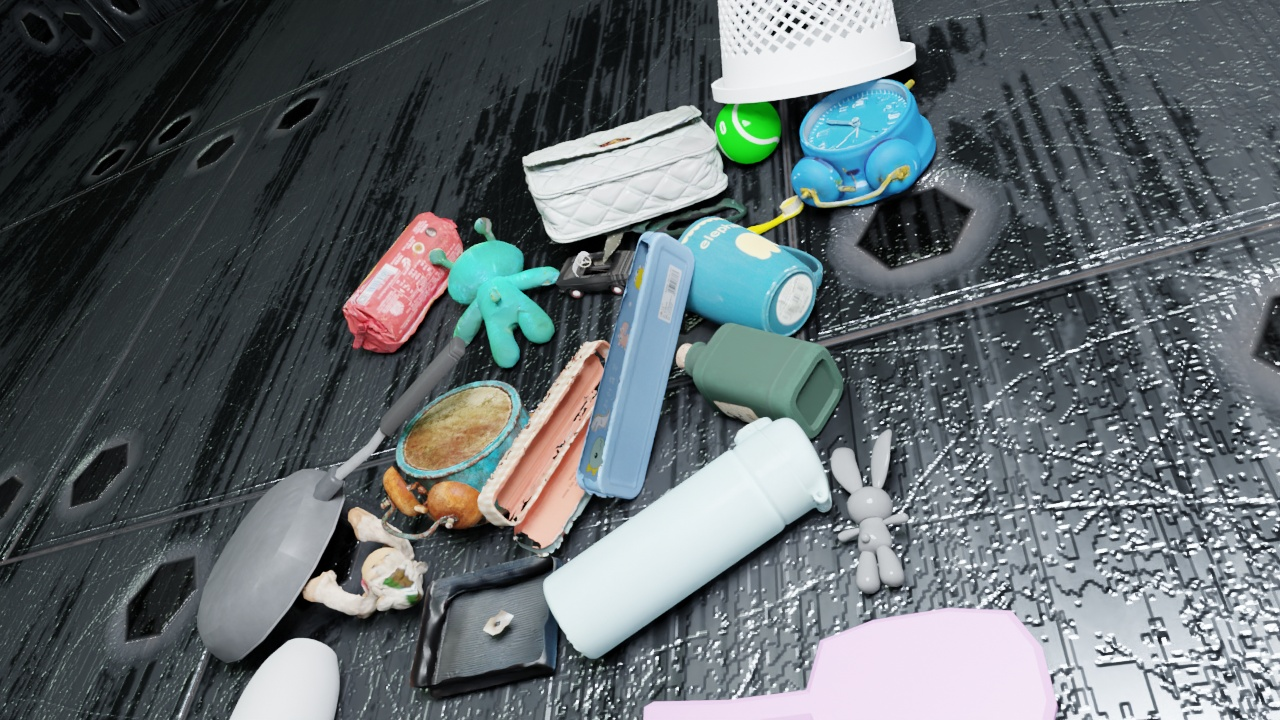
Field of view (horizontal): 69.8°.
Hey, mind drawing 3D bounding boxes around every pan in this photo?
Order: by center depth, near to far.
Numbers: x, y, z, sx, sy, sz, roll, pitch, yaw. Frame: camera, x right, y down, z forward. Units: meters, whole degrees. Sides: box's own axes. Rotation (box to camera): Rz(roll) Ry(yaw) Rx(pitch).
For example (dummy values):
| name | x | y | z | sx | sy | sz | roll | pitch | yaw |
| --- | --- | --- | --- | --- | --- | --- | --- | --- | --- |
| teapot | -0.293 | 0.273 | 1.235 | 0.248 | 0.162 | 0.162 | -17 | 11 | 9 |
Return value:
| name | x | y | z | sx | sy | sz | roll | pitch | yaw |
| --- | --- | --- | --- | --- | --- | --- | --- | --- | --- |
| pan | -0.267 | 0.107 | 0.774 | 0.358 | 0.041 | 0.178 | -46 | 26 | 15 |

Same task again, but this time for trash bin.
| name | x | y | z | sx | sy | sz | roll | pitch | yaw |
| --- | --- | --- | --- | --- | --- | --- | --- | --- | --- |
| trash bin | 0.147 | -0.366 | 0.858 | 0.195 | 0.200 | 0.195 | -11 | 23 | 5 |

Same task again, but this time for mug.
| name | x | y | z | sx | sy | sz | roll | pitch | yaw |
| --- | --- | --- | --- | --- | --- | --- | --- | --- | --- |
| mug | -0.276 | 0.271 | 0.703 | 0.107 | 0.071 | 0.089 | -45 | 23 | 33 |
| mug | 0.098 | -0.069 | 0.762 | 0.112 | 0.085 | 0.104 | -23 | 36 | -32 |

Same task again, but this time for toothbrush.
| name | x | y | z | sx | sy | sz | roll | pitch | yaw |
| --- | --- | --- | --- | --- | --- | --- | --- | --- | --- |
| toothbrush | 0.092 | -0.110 | 0.844 | 0.135 | 0.016 | 0.021 | -33 | 45 | 2 |

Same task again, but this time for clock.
| name | x | y | z | sx | sy | sz | roll | pitch | yaw |
| --- | --- | --- | --- | --- | --- | --- | --- | --- | --- |
| clock | -0.149 | 0.093 | 0.768 | 0.121 | 0.073 | 0.157 | 6 | 44 | 37 |
| clock | 0.195 | -0.184 | 0.809 | 0.117 | 0.060 | 0.161 | -8 | 45 | 28 |

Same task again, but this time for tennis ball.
| name | x | y | z | sx | sy | sz | roll | pitch | yaw |
| --- | --- | --- | --- | --- | --- | --- | --- | --- | --- |
| tennis ball | 0.106 | -0.228 | 0.909 | 0.065 | 0.065 | 0.065 | -19 | 43 | 18 |

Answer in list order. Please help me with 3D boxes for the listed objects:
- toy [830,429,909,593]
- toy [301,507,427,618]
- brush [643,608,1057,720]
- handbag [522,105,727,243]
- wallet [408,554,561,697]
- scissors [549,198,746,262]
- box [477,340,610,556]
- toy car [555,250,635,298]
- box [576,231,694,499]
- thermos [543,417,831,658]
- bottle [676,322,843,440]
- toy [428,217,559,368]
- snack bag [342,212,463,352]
| name | x | y | z | sx | sy | sz | roll | pitch | yaw |
| --- | --- | --- | --- | --- | --- | --- | --- | --- | --- |
| toy | 0.150 | 0.096 | 0.598 | 0.049 | 0.030 | 0.111 | -27 | 44 | 32 |
| toy | -0.211 | 0.175 | 0.732 | 0.106 | 0.074 | 0.085 | 5 | 49 | 49 |
| brush | 0.111 | 0.199 | 0.515 | 0.229 | 0.043 | 0.089 | -16 | 44 | 21 |
| handbag | -0.018 | -0.196 | 0.922 | 0.195 | 0.072 | 0.138 | -18 | 33 | -3 |
| wallet | -0.111 | 0.198 | 0.681 | 0.115 | 0.026 | 0.089 | -17 | 43 | 19 |
| scissors | 0.006 | -0.158 | 0.937 | 0.202 | 0.015 | 0.201 | -10 | 36 | 10 |
| box | -0.055 | 0.066 | 0.732 | 0.049 | 0.085 | 0.186 | -24 | 28 | 51 |
| toy car | -0.040 | -0.088 | 0.897 | 0.092 | 0.037 | 0.040 | -2 | 51 | 33 |
| box | -0.007 | 0.004 | 0.714 | 0.037 | 0.065 | 0.209 | 8 | 81 | 35 |
| thermos | 0.034 | 0.119 | 0.628 | 0.207 | 0.065 | 0.078 | -35 | 60 | 1 |
| bottle | 0.081 | 0.010 | 0.701 | 0.131 | 0.061 | 0.061 | 17 | 65 | 43 |
| toy | -0.150 | -0.073 | 0.938 | 0.130 | 0.072 | 0.193 | -35 | 50 | 0 |
| snack bag | -0.257 | -0.086 | 1.016 | 0.082 | 0.082 | 0.176 | 8 | 57 | 39 |
